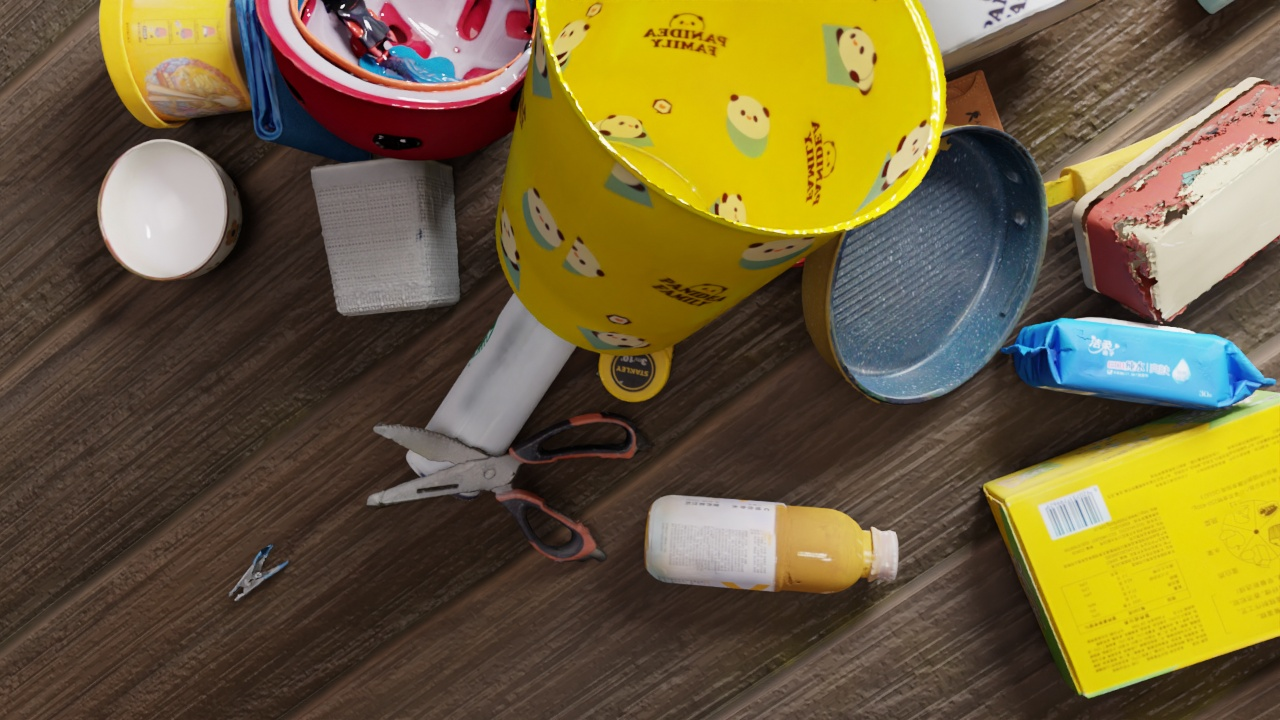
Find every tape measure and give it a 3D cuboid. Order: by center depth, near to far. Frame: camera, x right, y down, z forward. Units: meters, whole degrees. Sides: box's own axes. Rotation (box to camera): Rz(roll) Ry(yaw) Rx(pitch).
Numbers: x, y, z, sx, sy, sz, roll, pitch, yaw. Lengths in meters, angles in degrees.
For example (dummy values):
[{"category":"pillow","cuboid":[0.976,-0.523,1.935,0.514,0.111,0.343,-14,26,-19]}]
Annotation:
[{"category":"tape measure","cuboid":[-0.004,0.004,0.734,0.060,0.029,0.057,10,93,7]}]

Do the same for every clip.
[{"category":"clip","cuboid":[-0.332,0.187,0.790,0.058,0.027,0.045,-42,94,8]}]

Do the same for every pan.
[{"category":"pan","cuboid":[0.272,-0.102,0.643,0.357,0.078,0.198,-34,125,-13]}]

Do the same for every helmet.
[{"category":"helmet","cuboid":[-0.160,-0.227,0.666,0.207,0.144,0.239,26,59,1]}]

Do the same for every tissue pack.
[{"category":"tissue pack","cuboid":[0.347,0.001,0.653,0.157,0.095,0.052,9,89,7]}]

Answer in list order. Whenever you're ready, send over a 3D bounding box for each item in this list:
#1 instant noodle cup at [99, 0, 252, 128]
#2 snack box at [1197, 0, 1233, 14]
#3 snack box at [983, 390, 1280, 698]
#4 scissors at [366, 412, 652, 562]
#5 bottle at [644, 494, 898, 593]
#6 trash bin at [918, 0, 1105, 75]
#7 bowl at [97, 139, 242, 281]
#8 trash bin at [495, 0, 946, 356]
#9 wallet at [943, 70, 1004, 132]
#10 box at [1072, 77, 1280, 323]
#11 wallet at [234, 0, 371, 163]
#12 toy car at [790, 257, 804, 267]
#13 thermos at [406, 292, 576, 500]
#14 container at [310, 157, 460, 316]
[{"category":"instant noodle cup","cuboid":[-0.340,-0.249,0.729,0.114,0.118,0.118,-4,92,0]},{"category":"snack box","cuboid":[0.471,-0.319,0.631,0.175,0.074,0.051,-34,87,8]},{"category":"snack box","cuboid":[0.382,0.130,0.666,0.210,0.070,0.157,-23,89,8]},{"category":"scissors","cuboid":[-0.095,0.090,0.714,0.189,0.015,0.226,-43,114,-3]},{"category":"bottle","cuboid":[0.099,0.143,0.706,0.189,0.068,0.068,3,93,8]},{"category":"trash bin","cuboid":[0.196,-0.329,0.602,0.230,0.229,0.252,-22,95,8]},{"category":"bowl","cuboid":[-0.380,-0.122,0.763,0.113,0.062,0.113,0,93,6]},{"category":"trash bin","cuboid":[0.019,-0.129,0.583,0.229,0.256,0.229,6,70,-18]},{"category":"wallet","cuboid":[0.212,-0.147,0.698,0.132,0.031,0.108,-19,91,6]},{"category":"box","cuboid":[0.389,-0.107,0.618,0.168,0.080,0.091,-36,127,-4]},{"category":"wallet","cuboid":[-0.256,-0.210,0.706,0.040,0.133,0.106,-8,92,12]},{"category":"toy car","cuboid":[0.113,-0.125,0.712,0.049,0.031,0.106,0,91,7]},{"category":"thermos","cuboid":[-0.100,0.000,0.728,0.073,0.073,0.224,35,96,5]},{"category":"container","cuboid":[-0.196,-0.096,0.728,0.090,0.090,0.114,-5,95,9]}]
